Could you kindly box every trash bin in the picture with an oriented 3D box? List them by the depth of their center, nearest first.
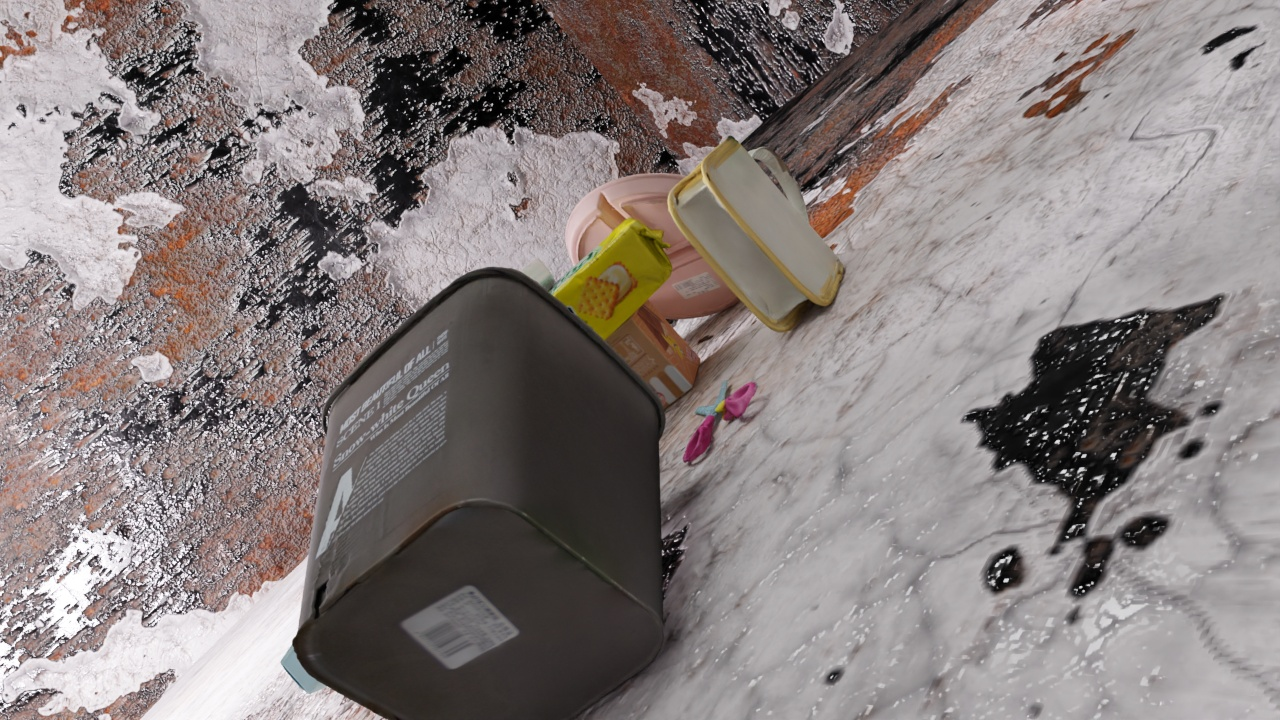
[{"bbox_3d":[-0.093,0.093,0.563,0.199,0.198,0.219,-40,25,16],"label":"trash bin"}]

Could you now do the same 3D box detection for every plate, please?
[{"bbox_3d":[0.028,-0.117,1.026,0.230,0.229,0.028,-33,39,44],"label":"plate"}]

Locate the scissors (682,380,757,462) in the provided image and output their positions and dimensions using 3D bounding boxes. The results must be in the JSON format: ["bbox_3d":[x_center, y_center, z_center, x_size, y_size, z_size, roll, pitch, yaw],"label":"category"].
[{"bbox_3d":[0.056,0.049,0.754,0.105,0.017,0.136,-50,6,-10],"label":"scissors"}]

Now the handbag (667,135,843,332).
[{"bbox_3d":[0.114,-0.125,0.836,0.063,0.163,0.178,-36,10,37],"label":"handbag"}]

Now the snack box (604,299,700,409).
[{"bbox_3d":[-0.006,0.005,0.939,0.093,0.094,0.076,-39,10,21],"label":"snack box"}]

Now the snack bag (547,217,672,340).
[{"bbox_3d":[-0.065,-0.044,0.901,0.246,0.068,0.158,-42,9,4],"label":"snack bag"}]

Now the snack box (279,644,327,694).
[{"bbox_3d":[-0.284,0.252,0.931,0.175,0.051,0.074,-54,-18,9],"label":"snack box"}]

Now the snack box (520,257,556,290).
[{"bbox_3d":[-0.124,-0.054,1.015,0.084,0.027,0.157,-40,-13,-5],"label":"snack box"}]
